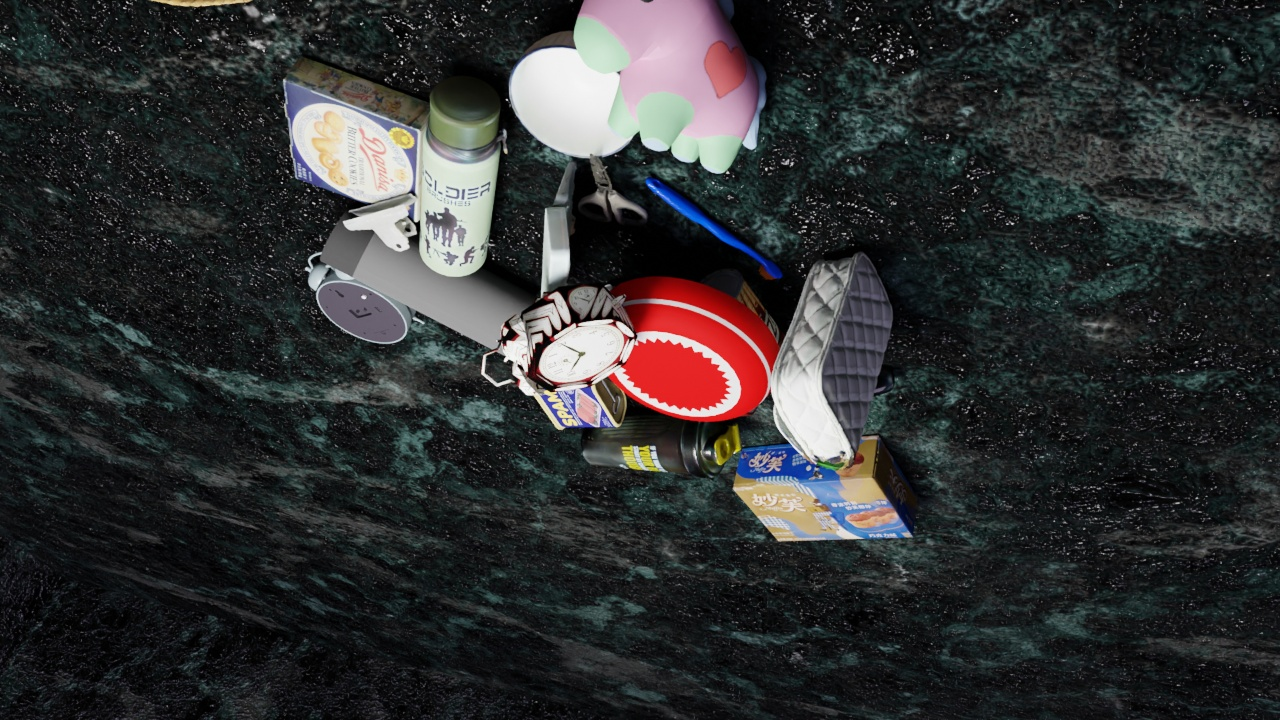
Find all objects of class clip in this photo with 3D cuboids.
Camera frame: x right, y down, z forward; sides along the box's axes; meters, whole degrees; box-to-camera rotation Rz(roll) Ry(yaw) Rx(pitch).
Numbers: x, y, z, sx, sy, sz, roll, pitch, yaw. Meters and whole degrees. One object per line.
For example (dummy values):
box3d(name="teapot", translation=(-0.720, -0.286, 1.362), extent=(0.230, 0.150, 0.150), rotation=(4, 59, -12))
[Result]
box3d(name="clip", translation=(-0.275, -0.142, 0.999), extent=(0.102, 0.050, 0.058), rotation=(-6, 128, 35))

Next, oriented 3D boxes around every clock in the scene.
box3d(name="clock", translation=(-0.361, -0.085, 1.187), extent=(0.123, 0.045, 0.159), rotation=(-10, 136, 34))
box3d(name="clock", translation=(-0.086, -0.021, 0.903), extent=(0.154, 0.065, 0.115), rotation=(-21, 148, -8))

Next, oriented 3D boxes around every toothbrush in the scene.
box3d(name="toothbrush", translation=(0.077, -0.134, 0.949), extent=(0.182, 0.016, 0.018), rotation=(32, 148, -20))

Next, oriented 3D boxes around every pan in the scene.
box3d(name="pan", translation=(-0.006, 0.006, 1.047), extent=(0.357, 0.067, 0.209), rotation=(-15, 132, 43))

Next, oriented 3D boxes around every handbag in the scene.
box3d(name="handbag", translation=(0.195, -0.004, 0.927), extent=(0.073, 0.194, 0.139), rotation=(-2, 138, 36))

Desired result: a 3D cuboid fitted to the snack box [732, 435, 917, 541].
box3d(name="snack box", translation=(0.253, 0.180, 1.259), extent=(0.203, 0.069, 0.155), rotation=(-10, 137, 34))

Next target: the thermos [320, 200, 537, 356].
box3d(name="thermos", translation=(-0.248, -0.096, 1.087), extent=(0.240, 0.082, 0.082), rotation=(28, 144, -15))

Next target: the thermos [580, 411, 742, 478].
box3d(name="thermos", translation=(0.027, 0.109, 1.249), extent=(0.221, 0.098, 0.098), rotation=(-3, 141, 33))

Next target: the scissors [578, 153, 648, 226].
box3d(name="scissors", translation=(-0.045, -0.167, 0.906), extent=(0.121, 0.012, 0.171), rotation=(3, 168, 34))

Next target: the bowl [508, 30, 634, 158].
box3d(name="bowl", translation=(-0.051, -0.244, 0.812), extent=(0.118, 0.062, 0.118), rotation=(12, 145, 9))

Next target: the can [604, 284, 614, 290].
box3d(name="can", translation=(-0.012, -0.045, 1.080), extent=(0.096, 0.053, 0.054), rotation=(36, 141, -25))

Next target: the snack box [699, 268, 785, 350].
box3d(name="snack box", translation=(0.112, -0.037, 1.020), extent=(0.072, 0.072, 0.121), rotation=(-11, 135, 35))

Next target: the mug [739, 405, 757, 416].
box3d(name="mug", translation=(0.103, 0.036, 1.136), extent=(0.083, 0.073, 0.105), rotation=(-6, 168, 30))

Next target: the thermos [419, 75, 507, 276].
box3d(name="thermos", translation=(-0.183, -0.185, 0.944), extent=(0.082, 0.082, 0.232), rotation=(19, 145, -2))

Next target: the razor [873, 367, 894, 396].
box3d(name="razor", translation=(0.232, 0.040, 1.100), extent=(0.152, 0.053, 0.067), rotation=(-15, 145, 29))

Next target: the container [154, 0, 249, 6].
box3d(name="container", translation=(-0.296, -0.406, 0.582), extent=(0.307, 0.196, 0.308), rotation=(12, 147, 8))

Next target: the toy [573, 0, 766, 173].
box3d(name="toy", translation=(0.038, -0.251, 0.730), extent=(0.221, 0.171, 0.120), rotation=(9, -163, -43))

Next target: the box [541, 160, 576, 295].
box3d(name="box", translation=(-0.089, -0.097, 0.969), extent=(0.040, 0.134, 0.197), rotation=(3, 146, -8))

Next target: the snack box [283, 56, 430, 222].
box3d(name="snack box", translation=(-0.291, -0.227, 0.959), extent=(0.145, 0.042, 0.145), rotation=(20, 146, -2))

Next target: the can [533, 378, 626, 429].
box3d(name="can", translation=(-0.081, 0.044, 1.231), extent=(0.092, 0.056, 0.116), rotation=(-2, 141, 24))
